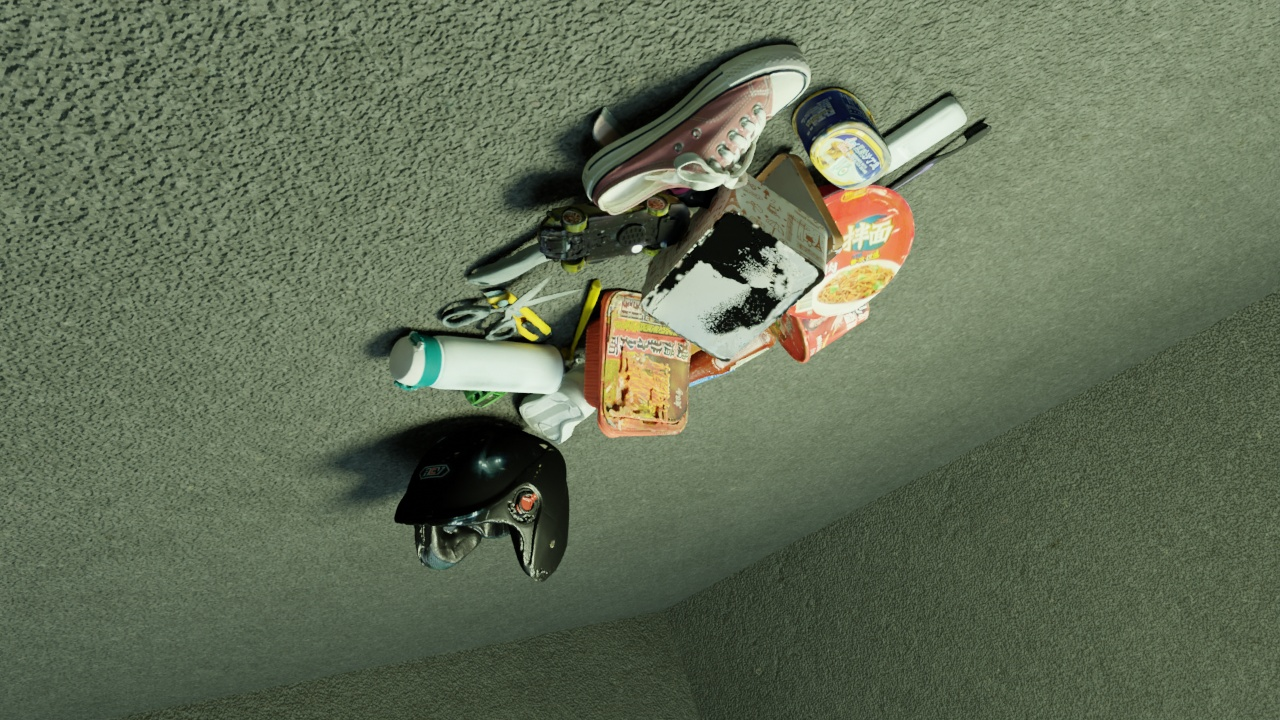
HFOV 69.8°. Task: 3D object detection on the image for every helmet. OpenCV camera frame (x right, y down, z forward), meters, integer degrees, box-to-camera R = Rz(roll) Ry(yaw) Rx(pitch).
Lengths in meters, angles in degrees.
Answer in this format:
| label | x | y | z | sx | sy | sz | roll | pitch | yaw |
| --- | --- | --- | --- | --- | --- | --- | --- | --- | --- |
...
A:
| label | x | y | z | sx | sy | sz | roll | pitch | yaw |
| --- | --- | --- | --- | --- | --- | --- | --- | --- | --- |
| helmet | -0.229 | 0.205 | 1.367 | 0.234 | 0.230 | 0.274 | -5 | 161 | 32 |

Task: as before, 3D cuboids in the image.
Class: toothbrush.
| label | x | y | z | sx | sy | sz | roll | pitch | yaw |
| --- | --- | --- | --- | --- | --- | --- | --- | --- | --- |
| toothbrush | -0.079 | -0.048 | 1.193 | 0.016 | 0.015 | 0.191 | -4 | 153 | -19 |
| toothbrush | 0.345 | -0.236 | 1.134 | 0.189 | 0.016 | 0.014 | -32 | 143 | 33 |

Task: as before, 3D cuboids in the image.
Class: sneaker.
| label | x | y | z | sx | sy | sz | roll | pitch | yaw |
| --- | --- | --- | --- | --- | --- | --- | --- | --- | --- |
| sneaker | 0.064 | -0.200 | 0.859 | 0.241 | 0.088 | 0.118 | -31 | 158 | 2 |
| sneaker | -0.105 | 0.052 | 1.325 | 0.090 | 0.089 | 0.243 | -51 | -174 | -25 |

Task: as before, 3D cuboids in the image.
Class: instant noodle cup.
| label | x | y | z | sx | sy | sz | roll | pitch | yaw |
| --- | --- | --- | --- | --- | --- | --- | --- | --- | --- |
| instant noodle cup | 0.233 | -0.143 | 1.122 | 0.193 | 0.065 | 0.194 | -13 | 133 | -15 |
| instant noodle cup | 0.236 | -0.080 | 1.243 | 0.108 | 0.138 | 0.138 | -27 | 158 | -7 |
| instant noodle cup | -0.007 | 0.007 | 1.211 | 0.164 | 0.188 | 0.079 | 5 | 175 | -44 |

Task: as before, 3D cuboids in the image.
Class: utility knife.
| label | x | y | z | sx | sy | sz | roll | pitch | yaw |
| --- | --- | --- | --- | --- | --- | --- | --- | --- | --- |
| utility knife | -0.149 | -0.053 | 1.122 | 0.033 | 0.015 | 0.164 | -26 | 156 | 8 |

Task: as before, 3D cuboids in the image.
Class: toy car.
| label | x | y | z | sx | sy | sz | roll | pitch | yaw |
| --- | --- | --- | --- | --- | --- | --- | --- | --- | --- |
| toy car | -0.199 | 0.031 | 1.246 | 0.091 | 0.036 | 0.043 | -37 | 151 | 25 |
| toy car | -0.026 | -0.132 | 0.925 | 0.158 | 0.042 | 0.070 | -10 | 145 | -15 |

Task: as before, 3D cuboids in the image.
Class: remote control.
| label | x | y | z | sx | sy | sz | roll | pitch | yaw |
| --- | --- | --- | --- | --- | --- | --- | --- | --- | --- |
| remote control | 0.306 | -0.251 | 1.053 | 0.136 | 0.020 | 0.055 | -32 | 155 | 25 |

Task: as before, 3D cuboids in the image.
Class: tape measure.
| label | x | y | z | sx | sy | sz | roll | pitch | yaw |
| --- | --- | --- | --- | --- | --- | --- | --- | --- | --- |
| tape measure | 0.052 | -0.187 | 0.936 | 0.039 | 0.058 | 0.057 | 25 | 88 | -52 |

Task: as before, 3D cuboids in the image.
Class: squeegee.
| label | x | y | z | sx | sy | sz | roll | pitch | yaw |
| --- | --- | --- | --- | --- | --- | --- | --- | --- | --- |
| squeegee | -0.080 | -0.132 | 0.976 | 0.250 | 0.040 | 0.247 | -27 | 157 | 17 |

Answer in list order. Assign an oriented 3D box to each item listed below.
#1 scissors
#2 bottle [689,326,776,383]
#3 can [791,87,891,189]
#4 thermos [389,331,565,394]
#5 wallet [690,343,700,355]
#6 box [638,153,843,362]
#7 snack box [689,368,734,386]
| label | x | y | z | sx | sy | sz | roll | pitch | yaw |
| --- | --- | --- | --- | --- | --- | --- | --- | --- | --- |
| scissors | -0.151 | -0.058 | 1.064 | 0.175 | 0.014 | 0.160 | -3 | 159 | -5 |
| bottle | 0.103 | -0.001 | 1.373 | 0.206 | 0.059 | 0.059 | -31 | 156 | 10 |
| can | 0.217 | -0.234 | 0.980 | 0.075 | 0.049 | 0.148 | -31 | 155 | 24 |
| thermos | -0.202 | 0.007 | 1.144 | 0.223 | 0.073 | 0.073 | 4 | 147 | -43 |
| wallet | 0.032 | -0.014 | 1.335 | 0.131 | 0.035 | 0.119 | -28 | 156 | 21 |
| box | 0.117 | -0.128 | 1.012 | 0.153 | 0.180 | 0.183 | 30 | 133 | -18 |
| snack box | 0.072 | 0.017 | 1.447 | 0.157 | 0.026 | 0.084 | -20 | 157 | -1 |
